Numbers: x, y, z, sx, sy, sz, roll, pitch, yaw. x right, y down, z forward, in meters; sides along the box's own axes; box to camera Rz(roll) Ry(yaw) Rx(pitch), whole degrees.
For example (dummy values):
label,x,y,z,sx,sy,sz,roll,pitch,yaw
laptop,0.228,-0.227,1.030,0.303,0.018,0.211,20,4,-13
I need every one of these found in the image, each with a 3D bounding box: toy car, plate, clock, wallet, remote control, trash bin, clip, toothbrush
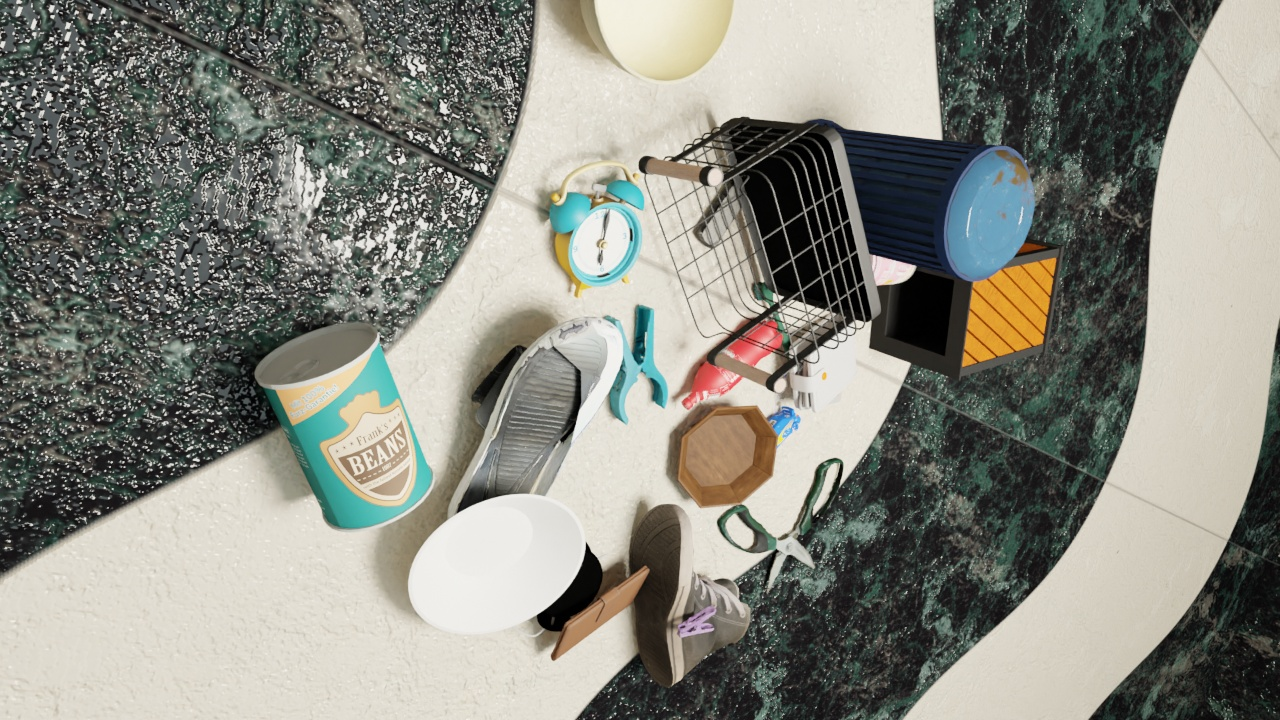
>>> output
label,x,y,z,sx,sy,sz,roll,pitch,yaw
toy car,0.158,0.067,1.098,0.091,0.033,0.062,-44,119,-19
plate,-0.142,0.188,0.891,0.173,0.036,0.174,-13,126,-19
clock,-0.092,0.239,0.976,0.120,0.042,0.091,-51,128,-9
wallet,0.224,0.015,1.110,0.118,0.037,0.115,-35,125,-40
remote control,0.104,-0.181,0.979,0.033,0.013,0.136,37,83,-38
trash bin,0.405,-0.078,1.150,0.171,0.140,0.140,-13,114,-32
plate,0.097,0.107,1.058,0.131,0.025,0.131,-7,110,-19
trash bin,0.265,-0.168,0.947,0.139,0.250,0.139,-13,114,-32
clip,0.062,0.293,1.012,0.050,0.013,0.029,-15,119,-31
clip,-0.020,0.014,0.957,0.120,0.030,0.130,-35,124,-15
clock,-0.040,-0.127,0.880,0.099,0.044,0.130,-20,124,-29
toothbrush,0.169,-0.018,1.085,0.016,0.017,0.190,-51,132,-31
wallet,-0.045,0.277,1.008,0.120,0.013,0.088,-28,153,-37

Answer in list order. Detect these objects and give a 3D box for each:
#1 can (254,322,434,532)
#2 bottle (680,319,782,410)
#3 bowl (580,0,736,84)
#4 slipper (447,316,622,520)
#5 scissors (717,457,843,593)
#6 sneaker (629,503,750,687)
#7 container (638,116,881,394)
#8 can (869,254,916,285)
label,x,y,z,sx,sy,sz,roll,pitch,yaw
can,-0.243,0.055,0.765,0.099,0.099,0.144,-28,121,-25
bottle,0.100,0.006,1.027,0.141,0.042,0.042,-41,125,-16
bowl,0.004,-0.325,0.816,0.150,0.075,0.151,-13,113,-32
slipper,-0.111,0.063,0.888,0.111,0.063,0.264,14,110,-34
scissors,0.193,0.198,1.182,0.201,0.015,0.205,40,80,-37
sneaker,0.061,0.257,1.062,0.119,0.095,0.235,-19,115,-32
container,0.114,-0.110,0.896,0.130,0.163,0.241,-35,123,-21
can,0.279,-0.122,1.091,0.076,0.067,0.067,-7,111,-34
